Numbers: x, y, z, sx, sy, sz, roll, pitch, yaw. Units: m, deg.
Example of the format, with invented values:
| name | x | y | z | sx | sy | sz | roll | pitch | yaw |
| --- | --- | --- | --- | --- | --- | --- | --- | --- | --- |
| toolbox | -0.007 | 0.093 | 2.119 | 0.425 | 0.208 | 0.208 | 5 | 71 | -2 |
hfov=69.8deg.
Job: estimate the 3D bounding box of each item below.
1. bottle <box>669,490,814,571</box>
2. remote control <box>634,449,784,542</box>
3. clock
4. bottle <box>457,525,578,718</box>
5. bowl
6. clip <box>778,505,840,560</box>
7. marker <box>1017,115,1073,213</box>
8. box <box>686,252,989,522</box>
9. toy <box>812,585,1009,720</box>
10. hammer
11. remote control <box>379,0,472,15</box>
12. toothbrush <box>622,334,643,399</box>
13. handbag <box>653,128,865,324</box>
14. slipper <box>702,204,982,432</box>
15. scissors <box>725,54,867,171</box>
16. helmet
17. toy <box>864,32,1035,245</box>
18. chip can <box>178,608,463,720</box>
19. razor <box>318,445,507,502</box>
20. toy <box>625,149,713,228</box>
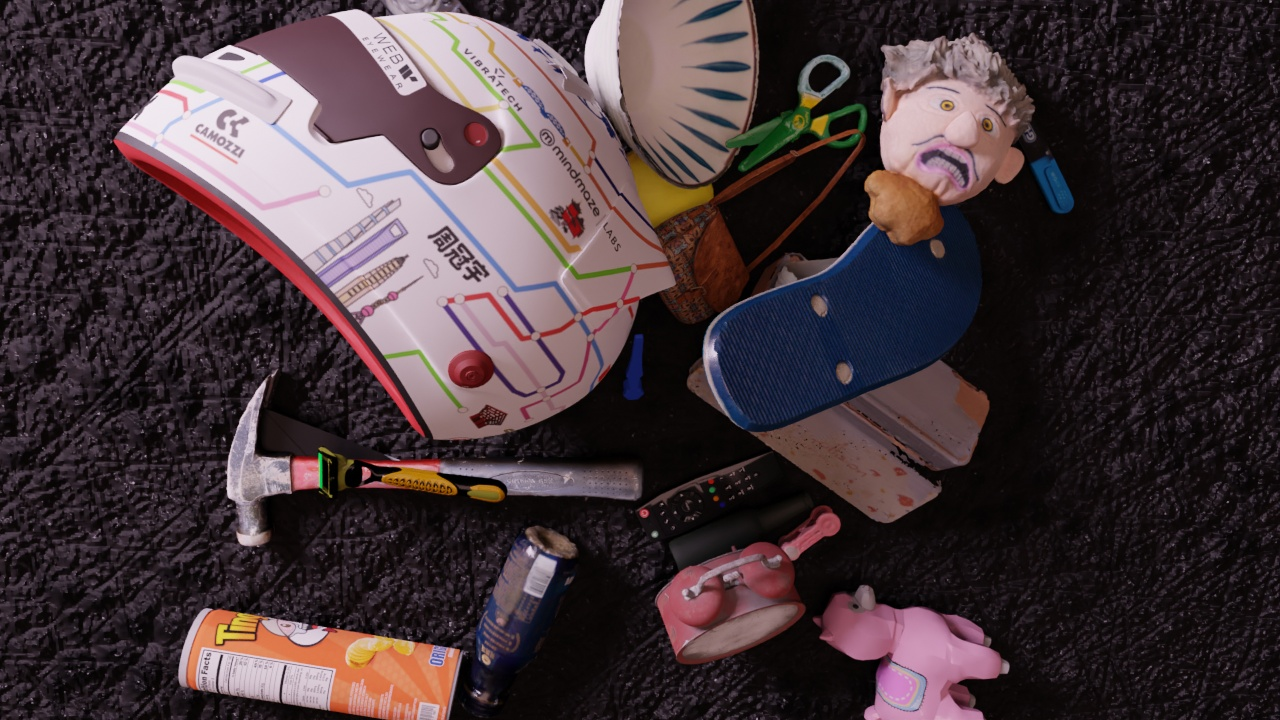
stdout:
| name | x | y | z | sx | sy | sz | roll | pitch | yaw |
| --- | --- | --- | --- | --- | --- | --- | --- | --- | --- |
| bottle | 0.085 | 0.140 | 0.761 | 0.123 | 0.033 | 0.033 | -25 | 102 | 2 |
| remote control | 0.058 | 0.111 | 0.764 | 0.125 | 0.010 | 0.039 | -25 | 102 | 2 |
| clock | 0.068 | 0.180 | 0.717 | 0.110 | 0.157 | 0.061 | -18 | 59 | -7 |
| bottle | -0.103 | 0.216 | 0.754 | 0.056 | 0.056 | 0.161 | 23 | 100 | -8 |
| bowl | 0.011 | -0.211 | 0.645 | 0.071 | 0.176 | 0.177 | 9 | 105 | 35 |
| clip | 0.142 | 0.147 | 0.764 | 0.059 | 0.039 | 0.022 | -39 | 105 | 9 |
| marker | 0.307 | -0.169 | 0.716 | 0.018 | 0.015 | 0.123 | -30 | 101 | 7 |
| box | 0.158 | 0.027 | 0.739 | 0.217 | 0.094 | 0.120 | 36 | 70 | -10 |
| toy | 0.223 | 0.256 | 0.778 | 0.157 | 0.067 | 0.123 | 11 | 103 | -2 |
| hammer | -0.160 | 0.082 | 0.734 | 0.326 | 0.036 | 0.140 | 2 | 104 | -4 |
| remote control | -0.172 | -0.275 | 0.662 | 0.045 | 0.021 | 0.140 | -39 | 106 | 6 |
| toothbrush | -0.004 | 0.004 | 0.655 | 0.016 | 0.187 | 0.011 | -5 | 76 | -3 |
| handbag | 0.094 | -0.104 | 0.687 | 0.196 | 0.043 | 0.093 | -36 | 141 | -1 |
| slipper | 0.149 | -0.030 | 0.666 | 0.294 | 0.060 | 0.118 | -26 | 90 | -33 |
| scissors | 0.111 | -0.186 | 0.682 | 0.131 | 0.013 | 0.078 | -20 | 99 | -20 |
| helmet | -0.128 | -0.105 | 0.594 | 0.314 | 0.231 | 0.235 | 47 | 77 | -15 |
| toy | 0.217 | -0.163 | 0.661 | 0.132 | 0.076 | 0.175 | 27 | 76 | -4 |
| chip can | -0.256 | 0.251 | 0.749 | 0.210 | 0.062 | 0.062 | 11 | 101 | -6 |
| razor | -0.174 | 0.093 | 0.707 | 0.144 | 0.021 | 0.044 | 8 | 122 | -5 |
| toy | 0.010 | -0.117 | 0.697 | 0.095 | 0.041 | 0.094 | -37 | 108 | 3 |
